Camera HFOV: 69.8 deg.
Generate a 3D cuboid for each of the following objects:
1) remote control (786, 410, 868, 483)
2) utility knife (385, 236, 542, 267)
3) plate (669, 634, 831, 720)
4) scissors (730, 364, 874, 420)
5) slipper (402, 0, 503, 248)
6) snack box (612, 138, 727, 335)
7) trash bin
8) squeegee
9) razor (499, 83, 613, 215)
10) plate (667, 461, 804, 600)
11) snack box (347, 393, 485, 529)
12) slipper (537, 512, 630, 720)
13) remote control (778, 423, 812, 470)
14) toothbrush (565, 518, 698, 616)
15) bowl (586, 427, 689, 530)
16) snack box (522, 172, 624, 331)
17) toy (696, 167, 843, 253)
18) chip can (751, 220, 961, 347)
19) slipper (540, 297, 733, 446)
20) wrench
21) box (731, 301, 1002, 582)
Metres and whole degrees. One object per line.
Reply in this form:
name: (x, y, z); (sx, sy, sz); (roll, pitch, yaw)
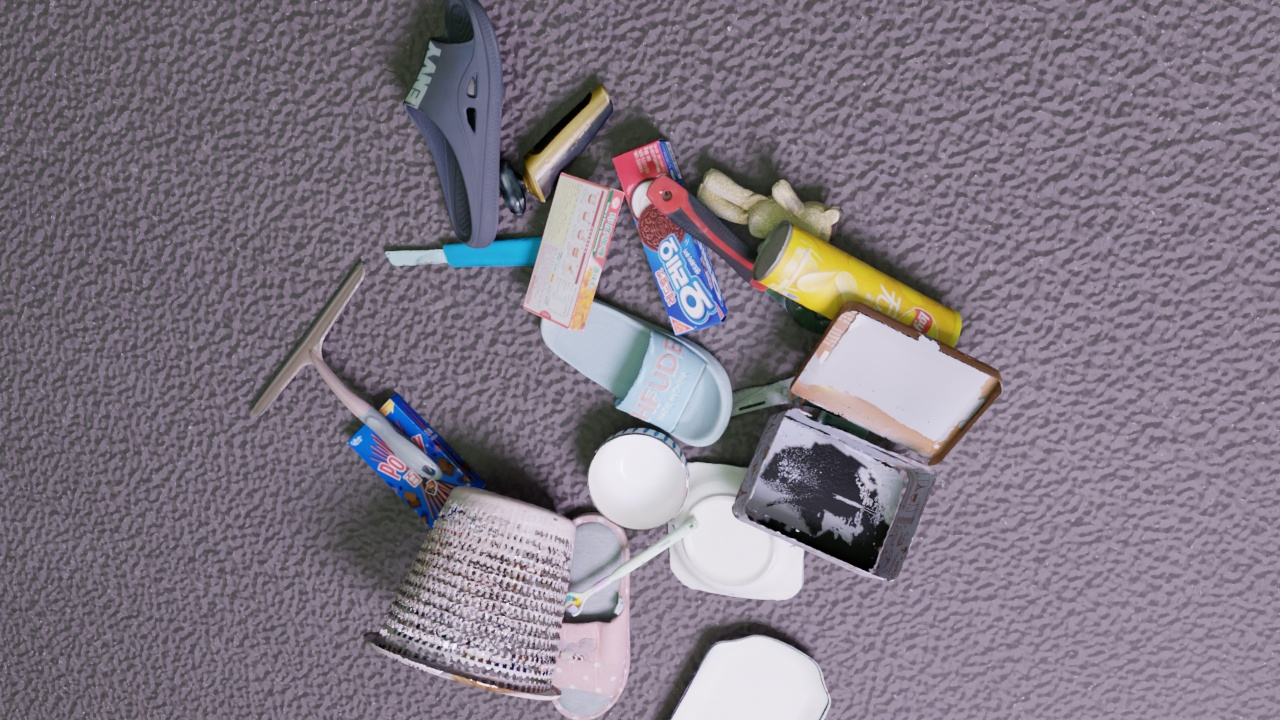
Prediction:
remote control: (0.200, 0.117, 1.016); (0.056, 0.019, 0.135); (31, 83, -1)
utility knife: (-0.190, -0.122, 1.052); (0.216, 0.018, 0.034); (-1, 104, 8)
plate: (0.121, 0.445, 1.121); (0.162, 0.034, 0.266); (24, 105, 3)
scissors: (0.181, 0.043, 1.017); (0.196, 0.015, 0.205); (38, 95, 21)
slipper: (-0.200, -0.249, 0.970); (0.083, 0.111, 0.268); (-10, 110, -31)
snack box: (0.036, -0.132, 0.993); (0.058, 0.057, 0.207); (-17, 100, 17)
trash bin: (-0.170, 0.252, 1.032); (0.227, 0.228, 0.192); (16, 76, 6)
squeegee: (-0.326, 0.054, 1.080); (0.249, 0.040, 0.248); (43, 104, 9)
razor: (-0.094, -0.232, 0.996); (0.167, 0.062, 0.067); (-44, 122, 10)
plate: (0.106, 0.201, 1.054); (0.164, 0.034, 0.164); (3, 103, 21)
snack box: (-0.273, 0.125, 1.117); (0.085, 0.026, 0.157); (-43, 93, 15)
slipper: (-0.065, 0.318, 1.112); (0.114, 0.054, 0.274); (8, 102, 7)
remote control: (0.170, 0.135, 1.048); (0.053, 0.024, 0.136); (26, 105, 2)
toothbrush: (-0.010, 0.236, 1.059); (0.190, 0.020, 0.029); (-35, 76, 12)
bowl: (0.001, 0.129, 1.053); (0.116, 0.066, 0.116); (2, 104, 9)
snack box: (-0.074, -0.118, 0.991); (0.077, 0.027, 0.156); (25, 103, 36)
toy: (0.134, -0.160, 0.974); (0.157, 0.066, 0.105); (22, 137, 8)
chip can: (0.223, -0.066, 0.943); (0.213, 0.072, 0.072); (26, 106, -13)
slipper: (-0.006, 0.006, 1.022); (0.245, 0.074, 0.104); (31, 105, 5)
wrench: (0.118, -0.105, 0.967); (0.273, 0.016, 0.056); (32, 105, -17)
box: (0.226, 0.087, 0.946); (0.179, 0.125, 0.274); (25, 104, -2)
